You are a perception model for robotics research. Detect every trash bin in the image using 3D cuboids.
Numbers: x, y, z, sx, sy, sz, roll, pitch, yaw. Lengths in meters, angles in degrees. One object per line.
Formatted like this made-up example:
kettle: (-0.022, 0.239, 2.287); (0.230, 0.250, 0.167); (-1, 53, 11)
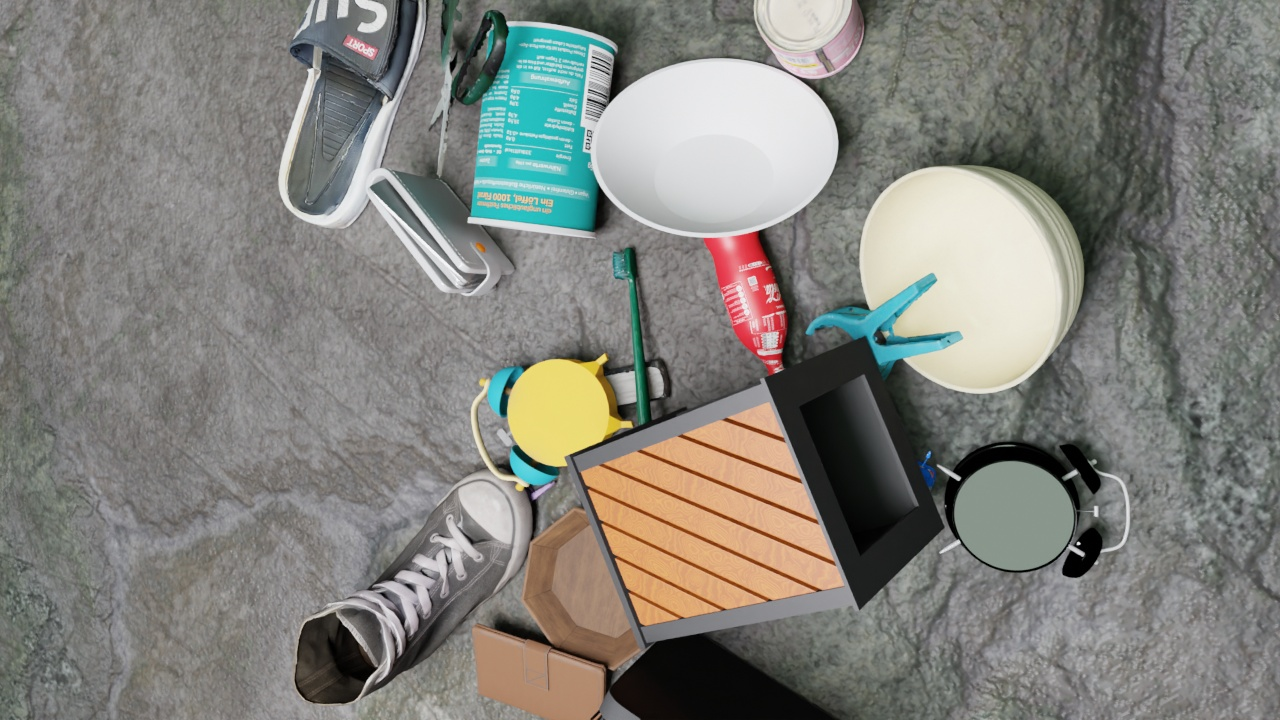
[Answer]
trash bin: (0.076, 0.089, 0.621); (0.172, 0.139, 0.139); (-25, 86, 39)

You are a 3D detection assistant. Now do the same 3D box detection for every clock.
clock: (-0.075, 0.045, 0.736); (0.130, 0.043, 0.099); (-21, 86, 14)
clock: (0.269, 0.102, 0.632); (0.121, 0.042, 0.091); (-1, 94, 19)

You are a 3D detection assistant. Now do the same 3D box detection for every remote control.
remote control: (-0.042, 0.028, 0.752); (0.137, 0.013, 0.033); (-12, 89, 21)

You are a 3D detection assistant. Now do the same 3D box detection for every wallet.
wallet: (-0.085, 0.270, 0.773); (0.121, 0.013, 0.087); (12, 122, 18)
wallet: (-0.165, -0.103, 0.731); (0.038, 0.115, 0.118); (-42, 80, 17)

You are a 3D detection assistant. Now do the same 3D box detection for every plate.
plate: (0.052, -0.146, 0.666); (0.174, 0.036, 0.173); (-3, 58, 4)
plate: (-0.034, 0.184, 0.754); (0.131, 0.025, 0.131); (2, 95, 19)

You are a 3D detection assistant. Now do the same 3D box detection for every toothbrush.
toothbrush: (-0.004, 0.004, 0.718); (0.017, 0.016, 0.189); (-9, 81, 19)

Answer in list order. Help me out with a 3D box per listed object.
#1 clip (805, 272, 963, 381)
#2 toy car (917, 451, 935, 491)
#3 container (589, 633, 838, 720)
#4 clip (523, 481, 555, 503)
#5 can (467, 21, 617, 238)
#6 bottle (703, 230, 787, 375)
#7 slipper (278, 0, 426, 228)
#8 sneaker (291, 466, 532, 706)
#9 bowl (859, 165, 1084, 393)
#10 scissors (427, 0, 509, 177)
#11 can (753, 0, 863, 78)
clip: (0.170, 0.002, 0.635); (0.130, 0.030, 0.120); (3, 108, 59)
toy car: (0.186, 0.101, 0.651); (0.033, 0.061, 0.092); (25, 102, 16)
container: (0.042, 0.299, 0.631); (0.163, 0.241, 0.130); (29, 95, 15)
clip: (-0.095, 0.113, 0.778); (0.029, 0.013, 0.050); (41, 108, 13)
can: (-0.075, -0.172, 0.702); (0.099, 0.099, 0.144); (9, 97, 18)
bottle: (0.082, -0.052, 0.687); (0.042, 0.041, 0.141); (-19, 88, 20)
slipper: (-0.257, -0.244, 0.783); (0.111, 0.063, 0.264); (24, 104, 16)
sneaker: (-0.186, 0.187, 0.760); (0.235, 0.119, 0.095); (-44, 80, 15)
bowl: (0.226, -0.061, 0.602); (0.151, 0.075, 0.151); (39, 141, 41)
scissors: (-0.134, -0.244, 0.702); (0.206, 0.015, 0.201); (2, 88, 63)
can: (0.119, -0.238, 0.641); (0.067, 0.076, 0.067); (1, 94, 19)
